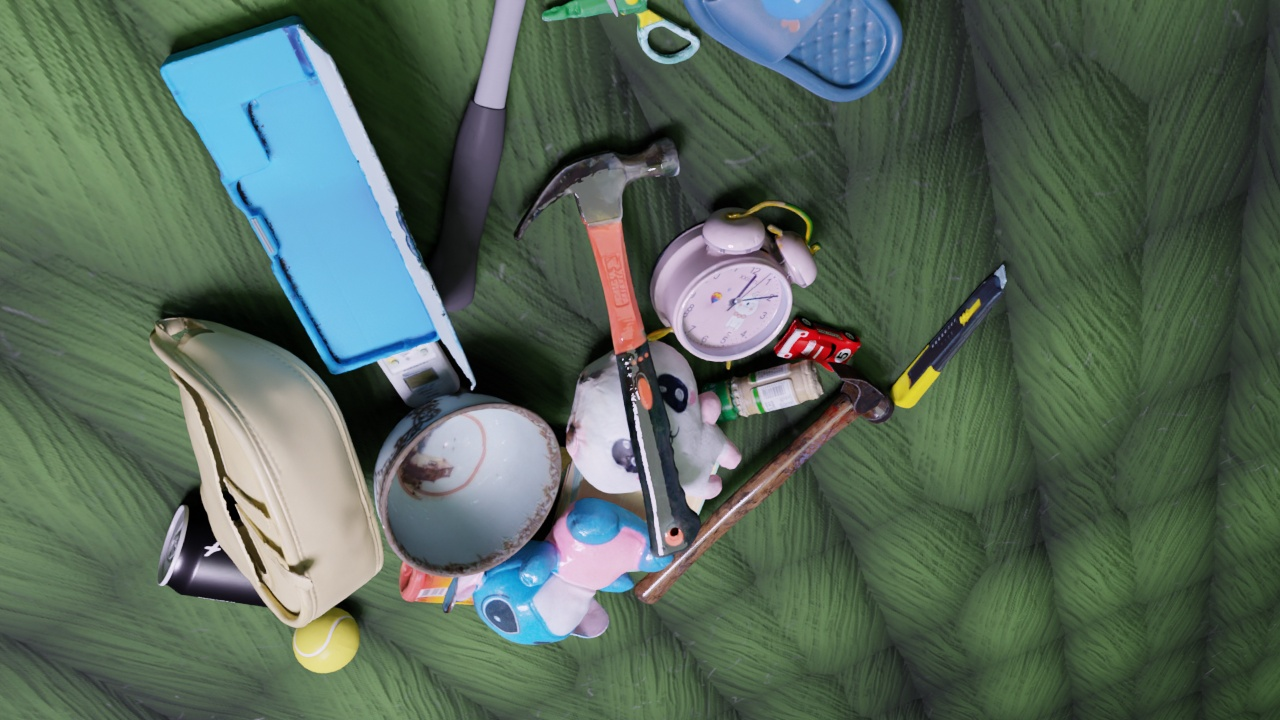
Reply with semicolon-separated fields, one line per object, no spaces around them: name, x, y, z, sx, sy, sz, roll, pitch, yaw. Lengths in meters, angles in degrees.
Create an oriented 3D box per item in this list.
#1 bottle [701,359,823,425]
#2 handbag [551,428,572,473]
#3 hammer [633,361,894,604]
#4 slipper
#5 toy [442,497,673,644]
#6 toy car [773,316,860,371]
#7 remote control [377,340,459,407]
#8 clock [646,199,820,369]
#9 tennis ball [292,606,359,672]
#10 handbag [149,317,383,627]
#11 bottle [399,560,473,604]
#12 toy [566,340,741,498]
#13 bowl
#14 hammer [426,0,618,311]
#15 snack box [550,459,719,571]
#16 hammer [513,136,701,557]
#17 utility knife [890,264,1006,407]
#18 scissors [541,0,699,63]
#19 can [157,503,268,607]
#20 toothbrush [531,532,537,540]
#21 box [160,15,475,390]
bottle;0.114;0.028;0.859;0.110;0.042;0.043;-16;135;15
handbag;-0.134;0.126;0.897;0.084;0.027;0.178;14;130;-31
hammer;0.110;0.132;0.933;0.331;0.033;0.120;-45;139;12
slipper;0.106;-0.239;0.617;0.213;0.059;0.104;25;115;-40
toy;-0.081;0.200;0.870;0.192;0.099;0.224;-38;142;17
toy car;0.168;-0.013;0.867;0.089;0.025;0.038;15;124;-29
remote control;-0.193;-0.016;0.745;0.050;0.022;0.133;-21;134;-1
clock;0.081;-0.068;0.766;0.116;0.058;0.158;20;121;-32
tennis ball;-0.322;0.286;0.941;0.065;0.065;0.065;-9;132;-11
handbag;-0.295;0.090;0.710;0.088;0.191;0.233;-43;150;-44
bottle;-0.175;0.221;0.944;0.134;0.048;0.072;12;126;-27
toy;0.014;0.064;0.818;0.179;0.101;0.138;34;83;-24
bowl;-0.159;0.092;0.780;0.159;0.094;0.160;-16;119;-31
hammer;-0.106;-0.158;0.638;0.125;0.029;0.312;10;129;-14
snack box;-0.009;0.144;0.934;0.141;0.044;0.194;1;130;-19
hammer;-0.004;0.004;0.726;0.133;0.033;0.333;-15;106;-6
utility knife;0.305;-0.021;0.905;0.020;0.028;0.174;11;125;-34
scissors;-0.007;-0.238;0.619;0.131;0.012;0.112;-17;133;-5
can;-0.346;0.179;0.828;0.146;0.080;0.080;20;121;-32
toothbrush;-0.111;0.165;0.924;0.017;0.014;0.188;1;141;0
box;-0.202;-0.085;0.601;0.114;0.113;0.244;-19;126;-3
